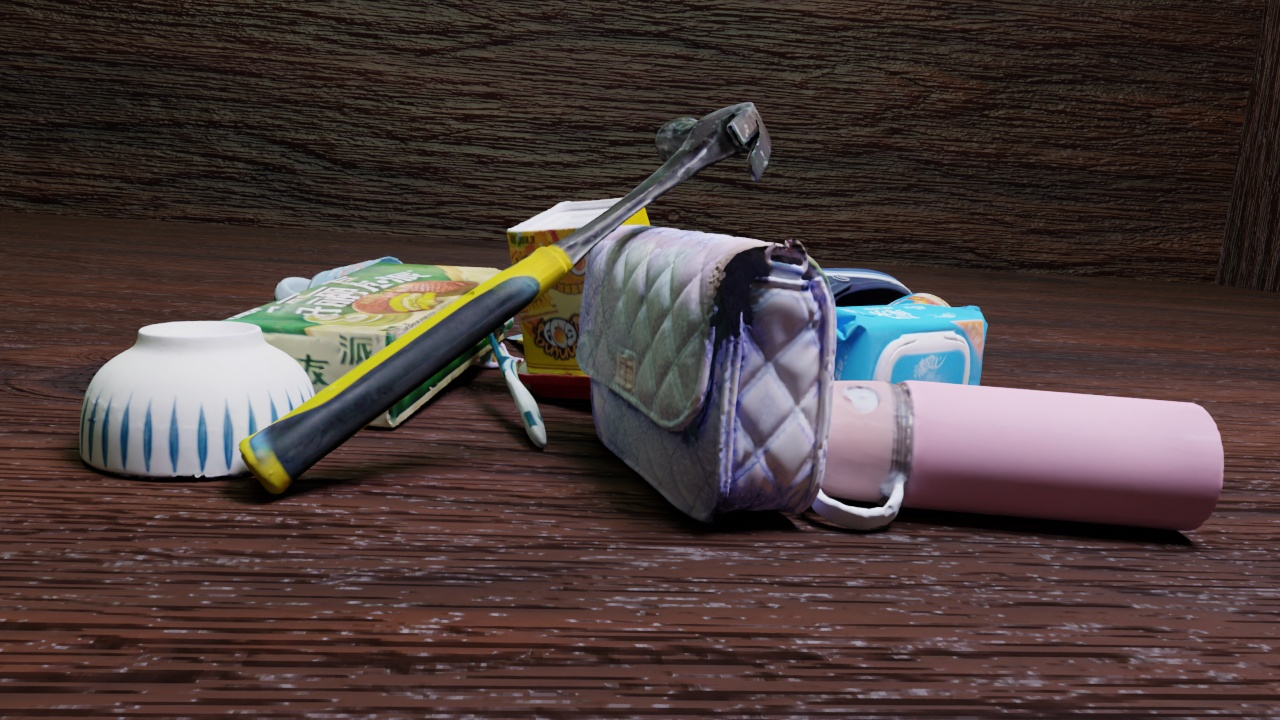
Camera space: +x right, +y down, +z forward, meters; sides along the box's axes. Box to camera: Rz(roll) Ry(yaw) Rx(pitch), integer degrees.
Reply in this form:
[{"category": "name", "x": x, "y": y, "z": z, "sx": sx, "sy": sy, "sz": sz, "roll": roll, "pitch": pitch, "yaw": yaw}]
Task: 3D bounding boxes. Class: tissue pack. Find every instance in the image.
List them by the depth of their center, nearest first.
[{"category": "tissue pack", "x": 0.165, "y": 0.009, "z": 0.597, "sx": 0.139, "sy": 0.090, "sz": 0.063, "roll": -3, "pitch": 13, "yaw": -31}]

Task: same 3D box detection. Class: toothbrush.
[{"category": "toothbrush", "x": -0.084, "y": 0.006, "z": 0.609, "sx": 0.018, "sy": 0.016, "sz": 0.191, "roll": -18, "pitch": 31, "yaw": -12}, {"category": "toothbrush", "x": -0.046, "y": 0.007, "z": 0.734, "sx": 0.189, "sy": 0.029, "sz": 0.021, "roll": 8, "pitch": -33, "yaw": 24}]

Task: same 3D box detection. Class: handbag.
[{"category": "handbag", "x": 0.023, "y": -0.002, "z": 0.485, "sx": 0.075, "sy": 0.134, "sz": 0.194, "roll": 0, "pitch": 10, "yaw": -22}]

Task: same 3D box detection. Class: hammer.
[{"category": "hammer", "x": -0.059, "y": -0.043, "z": 0.474, "sx": 0.322, "sy": 0.032, "sz": 0.126, "roll": -38, "pitch": 20, "yaw": -18}]

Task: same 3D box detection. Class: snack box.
[{"category": "snack box", "x": -0.184, "y": -0.020, "z": 0.662, "sx": 0.114, "sy": 0.063, "sz": 0.239, "roll": 4, "pitch": 16, "yaw": 8}]

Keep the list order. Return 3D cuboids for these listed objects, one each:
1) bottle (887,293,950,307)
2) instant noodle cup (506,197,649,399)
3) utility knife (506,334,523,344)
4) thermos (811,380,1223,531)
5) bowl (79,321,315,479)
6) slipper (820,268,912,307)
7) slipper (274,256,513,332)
[{"category": "bottle", "x": 0.158, "y": 0.003, "z": 0.675, "sx": 0.218, "sy": 0.065, "sz": 0.065, "roll": -20, "pitch": 24, "yaw": -41}, {"category": "instant noodle cup", "x": -0.034, "y": -0.048, "z": 0.666, "sx": 0.116, "sy": 0.124, "sz": 0.115, "roll": 2, "pitch": 25, "yaw": 32}, {"category": "utility knife", "x": -0.092, "y": -0.017, "z": 0.836, "sx": 0.031, "sy": 0.021, "sz": 0.198, "roll": -14, "pitch": 3, "yaw": -19}, {"category": "thermos", "x": 0.177, "y": 0.052, "z": 0.459, "sx": 0.198, "sy": 0.067, "sz": 0.087, "roll": 4, "pitch": 40, "yaw": 1}, {"category": "bowl", "x": -0.231, "y": 0.015, "z": 0.487, "sx": 0.116, "sy": 0.066, "sz": 0.116, "roll": 3, "pitch": 10, "yaw": -1}, {"category": "slipper", "x": 0.129, "y": -0.025, "z": 0.781, "sx": 0.252, "sy": 0.105, "sz": 0.095, "roll": -1, "pitch": 29, "yaw": -20}, {"category": "slipper", "x": -0.245, "y": -0.063, "z": 0.907, "sx": 0.245, "sy": 0.074, "sz": 0.104, "roll": 7, "pitch": 11, "yaw": 8}]
